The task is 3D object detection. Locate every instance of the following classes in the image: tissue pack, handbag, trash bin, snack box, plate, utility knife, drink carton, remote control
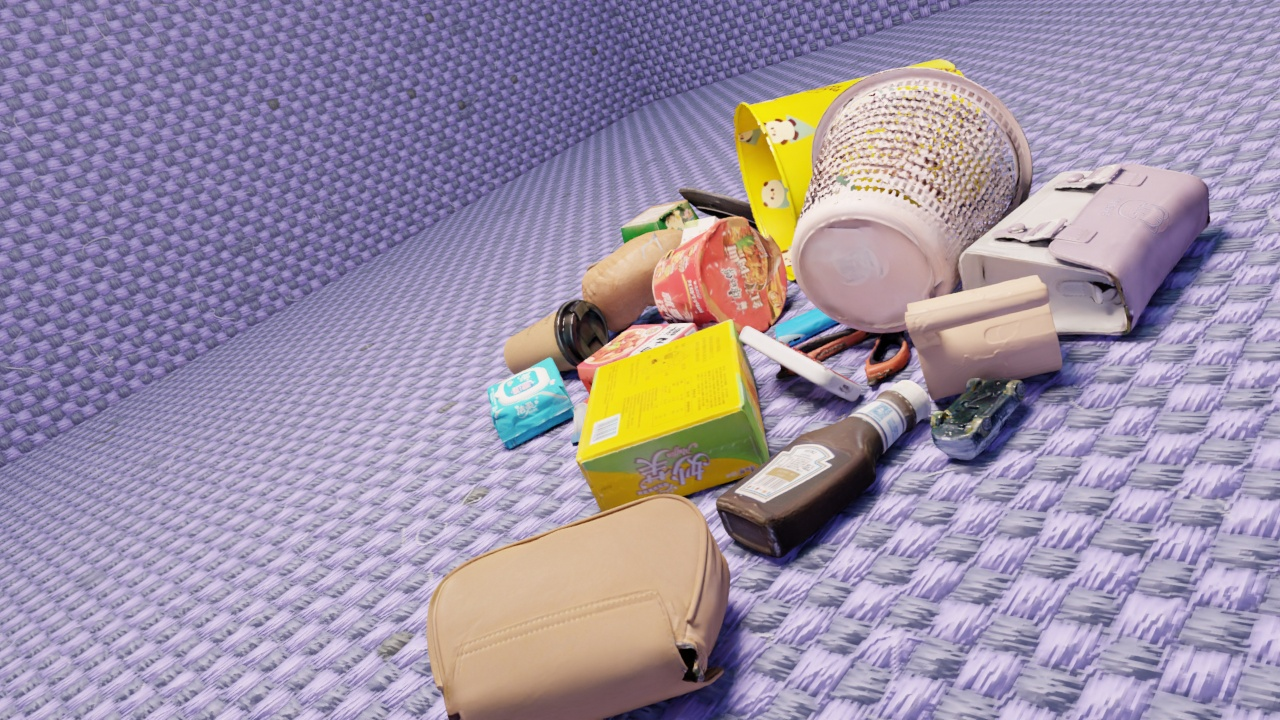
[{"bbox_3d":[-0.133,0.047,1.093,0.093,0.050,0.133,-27,20,-5],"label":"tissue pack"},{"bbox_3d":[0.399,-0.103,0.820,0.196,0.098,0.145,-36,31,-32],"label":"handbag"},{"bbox_3d":[0.248,-0.141,0.903,0.228,0.227,0.191,-6,37,40],"label":"trash bin"},{"bbox_3d":[-0.006,0.006,1.061,0.113,0.044,0.126,1,32,48],"label":"snack box"},{"bbox_3d":[0.139,-0.221,1.368,0.179,0.024,0.179,18,5,-2],"label":"plate"},{"bbox_3d":[0.232,-0.061,1.003,0.187,0.018,0.034,-24,32,-2],"label":"utility knife"},{"bbox_3d":[-0.038,0.176,0.608,0.205,0.100,0.147,-20,28,11],"label":"handbag"},{"bbox_3d":[0.032,0.050,0.874,0.158,0.070,0.209,-20,20,11],"label":"snack box"},{"bbox_3d":[0.110,-0.138,1.188,0.054,0.122,0.045,-2,68,45],"label":"drink carton"},{"bbox_3d":[0.274,-0.249,1.152,0.255,0.230,0.229,-19,20,-1],"label":"trash bin"},{"bbox_3d":[0.148,0.001,0.863,0.136,0.055,0.020,36,101,55],"label":"remote control"},{"bbox_3d":[0.037,-0.175,1.376,0.118,0.105,0.118,-1,29,48],"label":"snack box"}]

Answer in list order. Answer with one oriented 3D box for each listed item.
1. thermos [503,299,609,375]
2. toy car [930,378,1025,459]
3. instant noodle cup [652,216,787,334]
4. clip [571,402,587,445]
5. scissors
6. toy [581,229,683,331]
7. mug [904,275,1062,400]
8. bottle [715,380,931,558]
[{"bbox_3d":[-0.109,-0.022,1.193,0.144,0.093,0.092,-16,20,40],"label":"thermos"},{"bbox_3d":[0.258,0.042,0.697,0.090,0.034,0.043,-36,21,-33],"label":"toy car"},{"bbox_3d":[0.087,-0.090,1.087,0.137,0.138,0.109,-38,16,-33],"label":"instant noodle cup"},{"bbox_3d":[-0.063,0.072,1.004,0.024,0.026,0.056,-21,33,15],"label":"clip"},{"bbox_3d":[0.238,-0.028,0.922,0.189,0.015,0.226,-11,23,32],"label":"scissors"},{"bbox_3d":[0.028,-0.119,1.220,0.226,0.143,0.082,-25,64,-2],"label":"toy"},{"bbox_3d":[0.273,-0.025,0.735,0.104,0.084,0.124,-14,-22,19],"label":"mug"},{"bbox_3d":[0.151,0.078,0.714,0.194,0.044,0.080,-33,22,-24],"label":"bottle"}]
